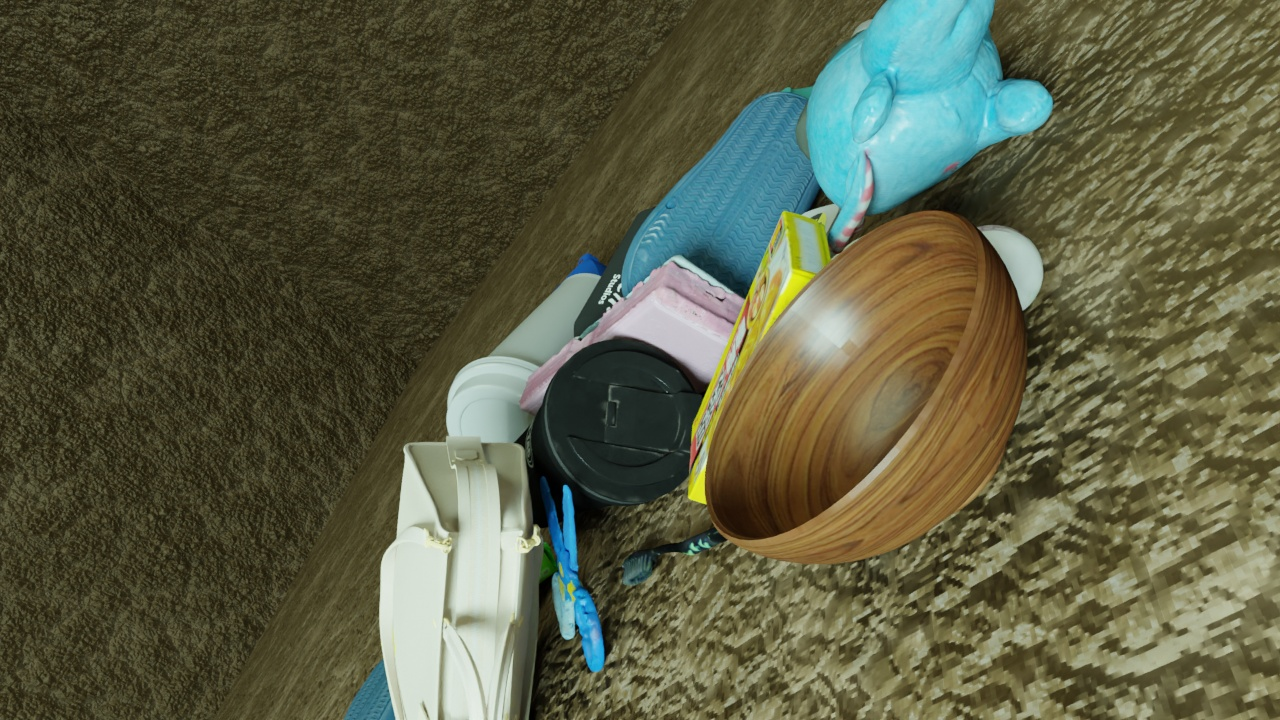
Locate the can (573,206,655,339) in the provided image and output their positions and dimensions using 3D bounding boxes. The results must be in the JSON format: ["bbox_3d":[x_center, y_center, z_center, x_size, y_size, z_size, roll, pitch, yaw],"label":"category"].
[{"bbox_3d":[0.003,-0.057,0.794,0.145,0.080,0.080,-62,16,-22],"label":"can"}]

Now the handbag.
[{"bbox_3d":[-0.099,0.158,0.531,0.198,0.101,0.195,-138,52,-70],"label":"handbag"}]

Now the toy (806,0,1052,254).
[{"bbox_3d":[0.153,-0.148,0.472,0.183,0.115,0.181,-60,-6,-17],"label":"toy"}]

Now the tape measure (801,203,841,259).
[{"bbox_3d":[0.111,-0.073,0.614,0.064,0.017,0.065,-59,15,-12],"label":"tape measure"}]

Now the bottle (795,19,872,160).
[{"bbox_3d":[0.153,-0.188,0.646,0.060,0.060,0.108,-28,31,60],"label":"bottle"}]

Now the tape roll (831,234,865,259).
[{"bbox_3d":[0.114,-0.028,0.508,0.094,0.019,0.094,-50,16,20],"label":"tape roll"}]

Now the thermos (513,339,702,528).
[{"bbox_3d":[-0.045,0.067,0.658,0.105,0.106,0.219,-64,12,-28],"label":"thermos"}]

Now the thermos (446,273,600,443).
[{"bbox_3d":[-0.083,0.007,0.870,0.132,0.131,0.221,-44,11,38],"label":"thermos"}]

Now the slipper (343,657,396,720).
[{"bbox_3d":[-0.186,0.272,0.734,0.104,0.059,0.213,-40,7,14],"label":"slipper"}]

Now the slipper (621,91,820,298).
[{"bbox_3d":[0.073,-0.104,0.678,0.213,0.104,0.059,-54,-12,-10],"label":"slipper"}]

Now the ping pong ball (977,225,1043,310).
[{"bbox_3d":[0.146,-0.036,0.382,0.040,0.040,0.040,-50,16,20],"label":"ping pong ball"}]

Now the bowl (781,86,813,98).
[{"bbox_3d":[0.125,-0.192,0.767,0.121,0.046,0.121,-50,16,20],"label":"bowl"}]

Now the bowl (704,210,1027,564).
[{"bbox_3d":[0.097,0.022,0.356,0.147,0.069,0.147,-50,17,21],"label":"bowl"}]

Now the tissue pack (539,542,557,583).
[{"bbox_3d":[-0.125,0.184,0.705,0.113,0.034,0.100,-34,-2,-37],"label":"tissue pack"}]

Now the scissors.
[{"bbox_3d":[-0.044,0.131,0.565,0.125,0.016,0.125,118,139,-57],"label":"scissors"}]

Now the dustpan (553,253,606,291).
[{"bbox_3d":[-0.088,-0.060,1.130,0.246,0.059,0.257,-46,27,31],"label":"dustpan"}]

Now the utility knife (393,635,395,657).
[{"bbox_3d":[-0.141,0.172,0.774,0.020,0.029,0.197,-18,21,48],"label":"utility knife"}]

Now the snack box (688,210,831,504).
[{"bbox_3d":[0.062,0.002,0.498,0.075,0.025,0.153,-80,9,-57],"label":"snack box"}]

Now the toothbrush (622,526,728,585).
[{"bbox_3d":[0.038,0.097,0.492,0.189,0.014,0.017,-36,37,52],"label":"toothbrush"}]

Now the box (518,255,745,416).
[{"bbox_3d":[-0.003,0.004,0.666,0.234,0.098,0.041,-38,31,53],"label":"box"}]
